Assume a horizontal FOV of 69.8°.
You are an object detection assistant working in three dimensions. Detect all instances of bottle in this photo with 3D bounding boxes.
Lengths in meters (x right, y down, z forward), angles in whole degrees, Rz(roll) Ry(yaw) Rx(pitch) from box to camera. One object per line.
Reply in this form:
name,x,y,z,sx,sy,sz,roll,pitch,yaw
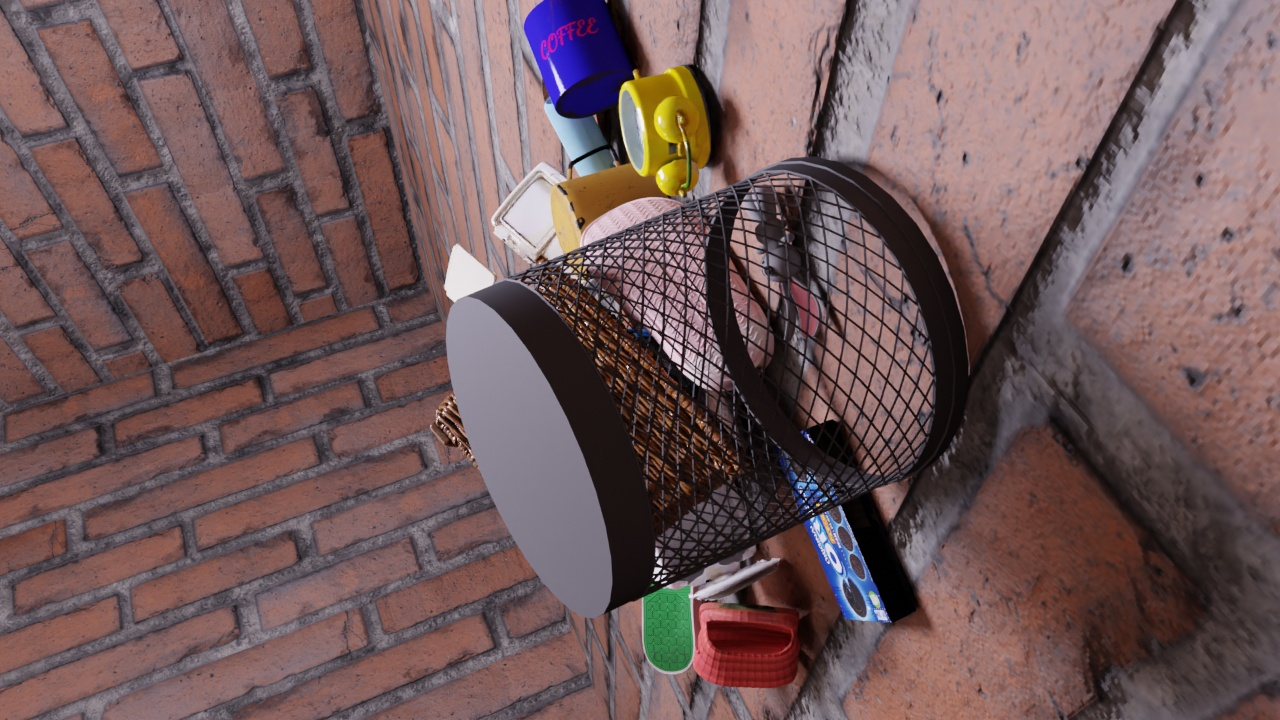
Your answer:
bottle,-0.051,-0.210,0.927,0.130,0.040,0.040,61,172,-32

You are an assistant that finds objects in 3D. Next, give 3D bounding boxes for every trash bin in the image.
trash bin,0.030,0.015,0.547,0.218,0.226,0.218,44,146,40

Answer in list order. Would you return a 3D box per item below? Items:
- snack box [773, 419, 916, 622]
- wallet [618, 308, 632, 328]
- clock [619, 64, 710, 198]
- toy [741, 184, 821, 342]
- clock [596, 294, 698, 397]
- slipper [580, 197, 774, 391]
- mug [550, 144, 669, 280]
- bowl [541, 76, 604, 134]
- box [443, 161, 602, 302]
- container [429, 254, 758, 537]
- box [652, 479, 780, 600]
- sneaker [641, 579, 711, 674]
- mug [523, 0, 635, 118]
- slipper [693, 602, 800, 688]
snack box,0.151,0.123,0.697,0.082,0.027,0.150,128,122,-71
wallet,0.005,-0.013,1.060,0.087,0.013,0.121,144,106,-74
clock,0.024,-0.180,0.720,0.118,0.057,0.083,-116,16,-45
toy,0.099,-0.069,0.648,0.049,0.030,0.111,-14,96,69
clock,-0.006,0.005,0.941,0.060,0.117,0.161,-115,13,-69
slipper,0.032,-0.061,0.771,0.221,0.106,0.056,53,174,32
mug,-0.034,-0.146,0.887,0.101,0.094,0.123,147,104,-74
bowl,-0.064,-0.269,0.963,0.102,0.026,0.114,56,160,3
box,-0.114,-0.109,0.963,0.143,0.186,0.070,40,179,18
container,-0.046,0.066,0.814,0.250,0.183,0.162,45,-178,11
box,0.068,0.180,0.899,0.137,0.109,0.121,161,90,-75
sneaker,0.046,0.219,1.018,0.079,0.084,0.235,9,-96,-70
mug,-0.052,-0.276,0.849,0.111,0.079,0.083,26,-138,-78
slipper,0.104,0.296,0.913,0.249,0.103,0.059,83,-170,-58
